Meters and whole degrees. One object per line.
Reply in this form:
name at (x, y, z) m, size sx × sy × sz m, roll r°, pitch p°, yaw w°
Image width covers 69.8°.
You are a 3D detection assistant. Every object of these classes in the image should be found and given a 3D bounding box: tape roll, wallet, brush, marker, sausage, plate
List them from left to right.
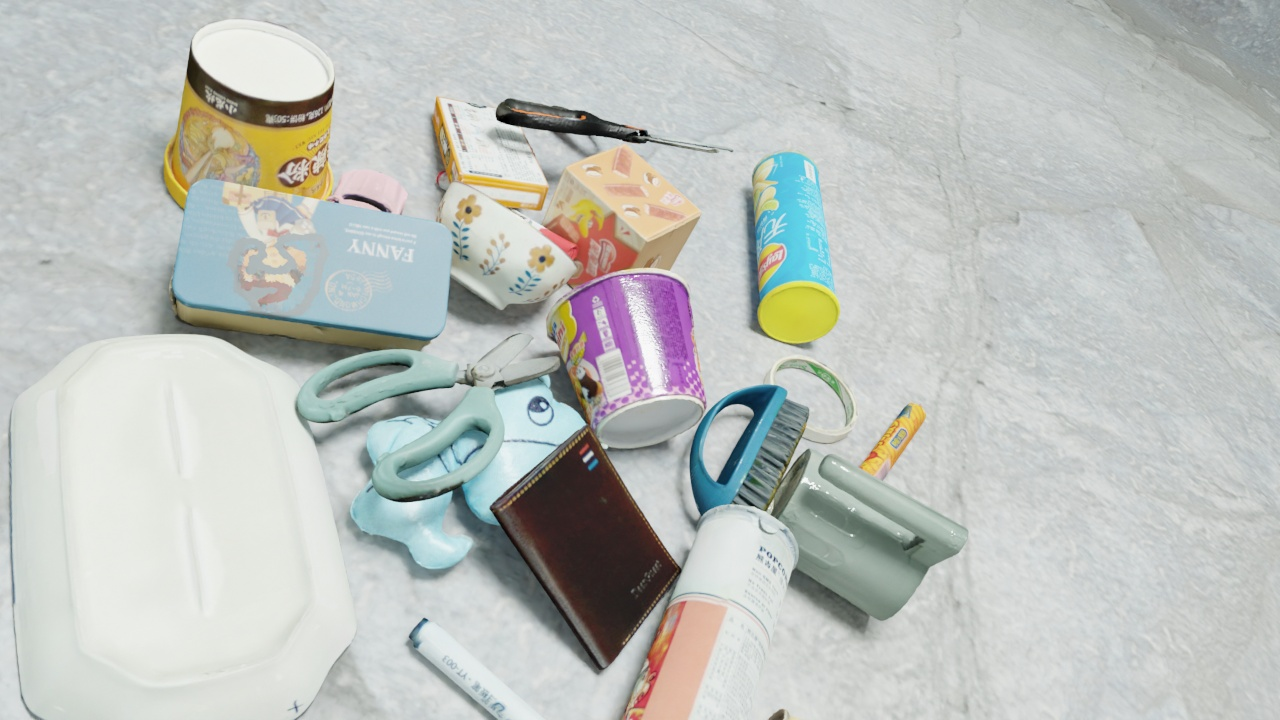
plate at (-0.252, 0.079, 0.507) m, size 0.161 × 0.034 × 0.265 m, roll -4°, pitch 53°, yaw -31°
marker at (-0.076, 0.190, 0.513) m, size 0.131 × 0.018 × 0.022 m, roll 39°, pitch 87°, yaw 7°
marker at (-0.112, -0.120, 0.758) m, size 0.145 × 0.017 × 0.017 m, roll 32°, pitch 42°, yaw 20°
wallet at (-0.031, 0.114, 0.577) m, size 0.096 × 0.020 × 0.122 m, roll -40°, pitch 101°, yaw -44°
brush at (0.076, 0.065, 0.684) m, size 0.073 × 0.055 × 0.143 m, roll 35°, pitch 44°, yaw 2°
tape roll at (0.146, 0.032, 0.783) m, size 0.085 × 0.014 × 0.085 m, roll 15°, pitch 45°, yaw -16°
sausage at (0.206, 0.077, 0.769) m, size 0.021 × 0.022 × 0.164 m, roll 41°, pitch 44°, yaw 11°

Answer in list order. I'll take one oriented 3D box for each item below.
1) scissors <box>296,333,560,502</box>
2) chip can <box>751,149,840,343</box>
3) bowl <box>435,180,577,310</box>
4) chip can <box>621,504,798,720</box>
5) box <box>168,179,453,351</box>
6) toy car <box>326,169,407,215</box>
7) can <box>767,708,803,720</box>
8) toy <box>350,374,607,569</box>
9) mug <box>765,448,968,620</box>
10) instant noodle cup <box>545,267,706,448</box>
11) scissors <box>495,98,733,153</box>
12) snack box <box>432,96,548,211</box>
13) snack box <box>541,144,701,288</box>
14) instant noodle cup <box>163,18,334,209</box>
scissors at (-0.117, 0.032, 0.573) m, size 0.176 × 0.019 × 0.172 m, roll -11°, pitch 41°, yaw -22°
chip can at (0.143, -0.114, 0.874) m, size 0.071 × 0.071 × 0.209 m, roll 18°, pitch 44°, yaw -14°
bowl at (-0.111, -0.078, 0.694) m, size 0.113 × 0.113 × 0.062 m, roll 34°, pitch 84°, yaw 3°
chip can at (0.036, 0.186, 0.540) m, size 0.071 × 0.071 × 0.214 m, roll 30°, pitch 43°, yaw -1°
box at (-0.211, -0.057, 0.617) m, size 0.184 × 0.062 × 0.089 m, roll 5°, pitch 75°, yaw -21°
toy car at (-0.213, -0.108, 0.700) m, size 0.056 × 0.037 × 0.122 m, roll 18°, pitch 44°, yaw -16°
can at (0.111, 0.259, 0.523) m, size 0.116 × 0.059 × 0.058 m, roll 39°, pitch 44°, yaw 9°
toy at (-0.099, 0.063, 0.596) m, size 0.156 × 0.050 × 0.161 m, roll 12°, pitch 51°, yaw -16°
mug at (0.149, 0.112, 0.634) m, size 0.103 × 0.124 × 0.083 m, roll 30°, pitch 61°, yaw 3°
instant noodle cup at (-0.004, 0.004, 0.666) m, size 0.111 × 0.112 × 0.099 m, roll -1°, pitch 61°, yaw -30°
scissors at (-0.026, -0.209, 0.821) m, size 0.220 × 0.022 × 0.234 m, roll -3°, pitch 20°, yaw -38°
snack box at (-0.133, -0.181, 0.793) m, size 0.075 × 0.026 × 0.153 m, roll 4°, pitch 37°, yaw -24°
snack box at (-0.021, -0.107, 0.761) m, size 0.094 × 0.093 × 0.076 m, roll 44°, pitch 45°, yaw 13°
instant noodle cup at (-0.278, -0.172, 0.665) m, size 0.118 × 0.115 × 0.118 m, roll 16°, pitch 45°, yaw -16°
